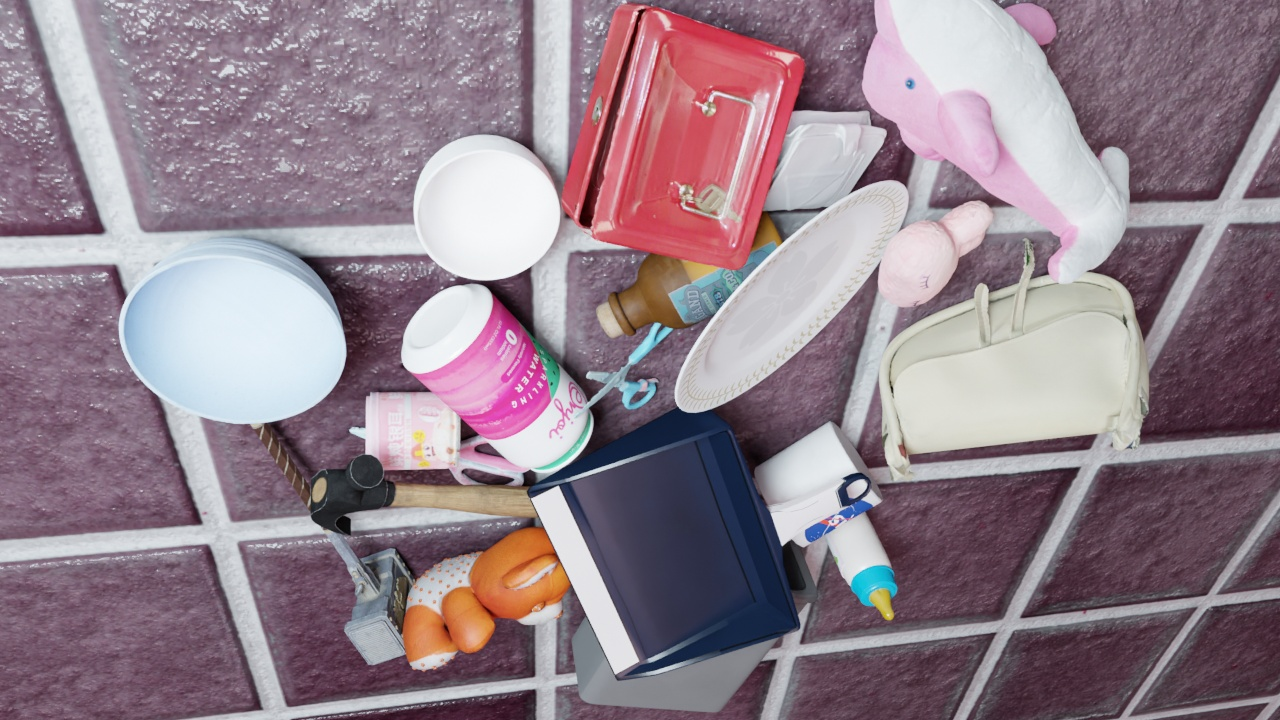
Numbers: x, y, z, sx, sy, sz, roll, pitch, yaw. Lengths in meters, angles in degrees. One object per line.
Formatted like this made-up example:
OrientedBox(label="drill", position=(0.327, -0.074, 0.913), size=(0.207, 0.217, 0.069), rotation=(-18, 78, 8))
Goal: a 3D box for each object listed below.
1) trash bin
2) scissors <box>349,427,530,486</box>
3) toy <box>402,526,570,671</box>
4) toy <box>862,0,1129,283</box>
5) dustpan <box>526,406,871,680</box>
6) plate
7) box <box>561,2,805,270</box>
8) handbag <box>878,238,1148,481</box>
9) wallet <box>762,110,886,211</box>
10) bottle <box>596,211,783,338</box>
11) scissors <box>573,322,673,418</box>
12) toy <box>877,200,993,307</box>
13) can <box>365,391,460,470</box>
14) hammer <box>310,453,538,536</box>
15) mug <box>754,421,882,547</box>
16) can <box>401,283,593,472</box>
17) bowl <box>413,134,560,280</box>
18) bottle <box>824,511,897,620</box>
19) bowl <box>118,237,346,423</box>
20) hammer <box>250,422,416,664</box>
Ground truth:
OrientedBox(label="trash bin", position=(0.051, 0.279, 1.000), size=(0.191, 0.097, 0.220), rotation=(13, 125, -22))
OrientedBox(label="scissors", position=(-0.183, 0.086, 0.842), size=(0.174, 0.017, 0.077), rotation=(16, 125, -26))
OrientedBox(label="toy", position=(-0.133, 0.218, 0.874), size=(0.173, 0.163, 0.093), rotation=(-27, 92, 17))
OrientedBox(label="toy", position=(0.248, -0.171, 0.674), size=(0.265, 0.186, 0.128), rotation=(42, 150, -13))
OrientedBox(label="dustpan", position=(0.073, 0.158, 0.822), size=(0.272, 0.080, 0.236), rotation=(-27, 115, -13))
OrientedBox(label="plate", position=(0.116, -0.049, 0.725), size=(0.242, 0.016, 0.243), rotation=(-36, 159, -16))
OrientedBox(label="box", position=(0.030, -0.150, 0.632), size=(0.129, 0.086, 0.158), rotation=(11, 107, -20))
OrientedBox(label="handbag", position=(0.317, 0.002, 0.797), size=(0.229, 0.183, 0.132), rotation=(-12, 129, 18))
OrientedBox(label="wallet", position=(0.134, -0.145, 0.689), size=(0.116, 0.032, 0.086), rotation=(-17, 145, -40))
OrientedBox(label="bottle", position=(0.039, -0.065, 0.739), size=(0.157, 0.067, 0.068), rotation=(-26, 129, 8))
OrientedBox(label="scissors", position=(-0.004, 0.003, 0.783), size=(0.126, 0.015, 0.136), rotation=(-59, 161, 9))
OrientedBox(label="toy", position=(0.247, -0.091, 0.769), size=(0.105, 0.053, 0.108), rotation=(-37, 158, -1))
OrientedBox(label="can", position=(-0.195, 0.060, 0.784), size=(0.076, 0.067, 0.067), rotation=(0, 128, -15))
OrientedBox(label="hammer", position=(-0.141, 0.128, 0.833), size=(0.305, 0.040, 0.133), rotation=(10, 153, -37))
OrientedBox(label="mug", position=(0.182, 0.127, 0.916), size=(0.090, 0.091, 0.121), rotation=(-34, 147, 14))
OrientedBox(label="can", position=(-0.114, 0.018, 0.755), size=(0.088, 0.088, 0.166), rotation=(-31, 128, 12))
OrientedBox(label="bowl", position=(-0.113, -0.116, 0.671), size=(0.105, 0.054, 0.105), rotation=(-8, 129, -10))
OrientedBox(label="bottle", position=(0.230, 0.208, 0.950), size=(0.051, 0.146, 0.051), rotation=(-7, 129, -8))
OrientedBox(label="bowl", position=(-0.295, -0.033, 0.682), size=(0.150, 0.074, 0.151), rotation=(-7, 130, -8))
OrientedBox(label="hammer", position=(-0.291, 0.130, 0.819), size=(0.044, 0.098, 0.322), rotation=(-19, 121, 2))
